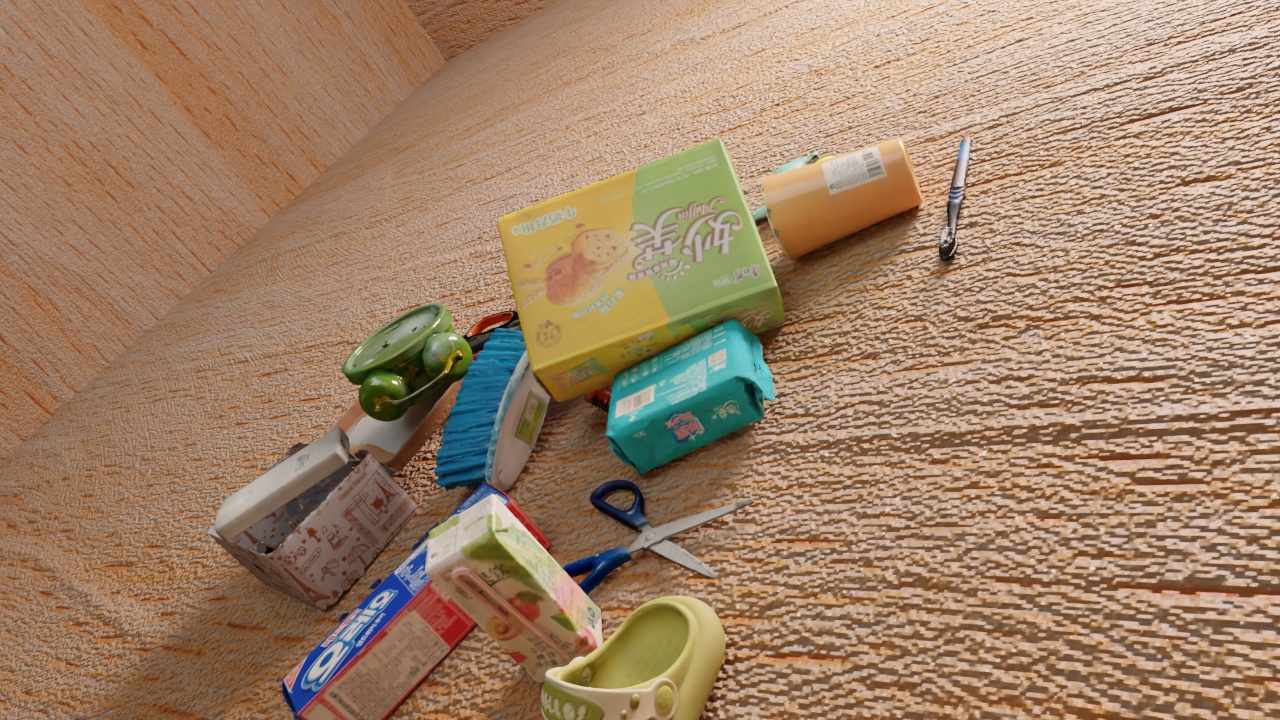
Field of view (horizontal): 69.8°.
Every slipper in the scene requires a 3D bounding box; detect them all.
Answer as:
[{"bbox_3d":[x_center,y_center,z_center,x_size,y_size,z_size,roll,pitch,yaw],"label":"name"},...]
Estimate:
[{"bbox_3d":[-0.026,0.193,0.487,0.092,0.081,0.190,-9,35,45],"label":"slipper"}]

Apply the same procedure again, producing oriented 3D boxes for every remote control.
[{"bbox_3d":[-0.327,0.113,0.841,0.135,0.019,0.056,-34,27,-1],"label":"remote control"}]

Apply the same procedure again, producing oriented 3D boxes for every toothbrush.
[{"bbox_3d":[0.259,-0.139,0.752,0.014,0.016,0.189,-7,38,31],"label":"toothbrush"}]

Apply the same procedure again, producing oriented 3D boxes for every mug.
[{"bbox_3d":[0.175,-0.143,0.793,0.123,0.078,0.078,-18,32,22],"label":"mug"}]

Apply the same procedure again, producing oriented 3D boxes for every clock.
[{"bbox_3d":[-0.221,0.003,0.882,0.116,0.056,0.161,-34,24,-6],"label":"clock"}]

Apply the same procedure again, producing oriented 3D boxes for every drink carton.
[{"bbox_3d":[-0.077,0.145,0.570,0.053,0.122,0.045,-30,30,10],"label":"drink carton"}]

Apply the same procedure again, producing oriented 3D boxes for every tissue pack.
[{"bbox_3d":[0.037,0.026,0.705,0.134,0.050,0.093,-26,27,17],"label":"tissue pack"}]

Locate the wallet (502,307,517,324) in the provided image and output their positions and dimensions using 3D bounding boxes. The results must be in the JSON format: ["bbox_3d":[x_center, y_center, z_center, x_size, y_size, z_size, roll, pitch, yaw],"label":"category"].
[{"bbox_3d":[-0.113,-0.053,1.033,0.101,0.020,0.115,-33,25,7],"label":"wallet"}]

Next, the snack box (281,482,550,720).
[{"bbox_3d":[-0.164,0.185,0.675,0.207,0.058,0.057,-45,29,-18],"label":"snack box"}]

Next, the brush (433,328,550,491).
[{"bbox_3d":[-0.091,-0.024,0.842,0.110,0.060,0.313,1,65,38],"label":"brush"}]

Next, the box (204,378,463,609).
[{"bbox_3d":[-0.281,0.104,0.907,0.177,0.082,0.259,-1,44,48],"label":"box"}]

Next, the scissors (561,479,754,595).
[{"bbox_3d":[-0.005,0.124,0.636,0.174,0.012,0.162,-33,25,1],"label":"scissors"}]

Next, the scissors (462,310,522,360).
[{"bbox_3d":[-0.108,-0.053,0.976,0.235,0.022,0.148,-34,32,8],"label":"scissors"}]

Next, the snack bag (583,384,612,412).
[{"bbox_3d":[-0.005,0.005,0.812,0.105,0.026,0.045,-41,19,-12],"label":"snack bag"}]

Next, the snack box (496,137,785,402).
[{"bbox_3d":[-0.003,-0.076,0.770,0.210,0.070,0.157,-19,63,6],"label":"snack box"}]

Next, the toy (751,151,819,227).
[{"bbox_3d":[0.142,-0.167,0.912,0.097,0.030,0.091,-33,25,18],"label":"toy"}]

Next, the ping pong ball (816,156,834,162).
[{"bbox_3d":[0.178,-0.172,0.865,0.040,0.040,0.040,-27,29,16],"label":"ping pong ball"}]
